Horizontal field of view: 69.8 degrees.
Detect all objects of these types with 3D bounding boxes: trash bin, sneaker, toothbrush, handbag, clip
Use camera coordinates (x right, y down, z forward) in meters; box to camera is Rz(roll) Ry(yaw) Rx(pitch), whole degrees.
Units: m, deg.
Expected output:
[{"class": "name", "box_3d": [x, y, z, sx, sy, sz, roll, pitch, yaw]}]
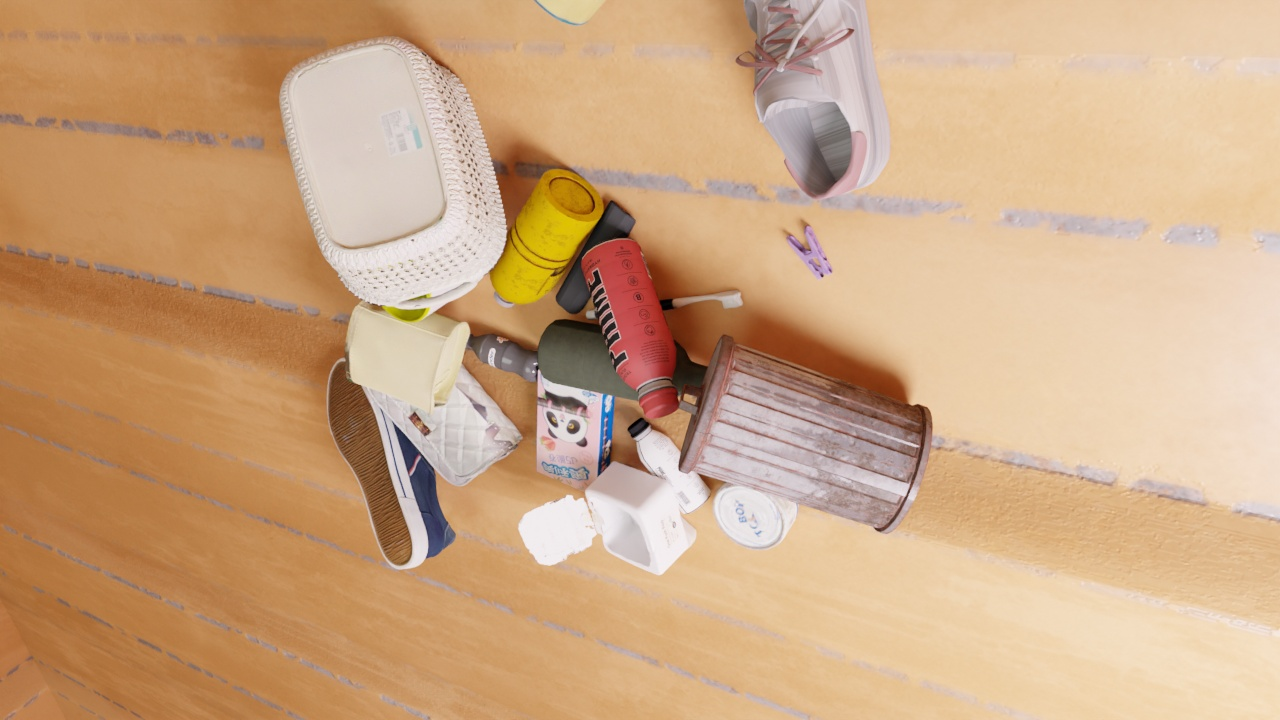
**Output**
[{"class": "trash bin", "box_3d": [0.137, 0.065, 0.829, 0.211, 0.130, 0.131, 18, 127, 1]}, {"class": "sneaker", "box_3d": [-0.323, 0.127, 1.228, 0.121, 0.127, 0.294, -33, 78, 35]}, {"class": "toothbrush", "box_3d": [0.021, -0.054, 0.941, 0.187, 0.012, 0.017, -5, 118, 34]}, {"class": "handbag", "box_3d": [-0.270, -0.009, 1.046, 0.119, 0.081, 0.111, 19, 110, 5]}, {"class": "sneaker", "box_3d": [0.125, -0.233, 0.715, 0.099, 0.089, 0.236, -11, 111, 36]}, {"class": "clip", "box_3d": [0.154, -0.096, 0.832, 0.033, 0.013, 0.051, -22, 107, 41]}, {"class": "handbag", "box_3d": [-0.247, 0.061, 1.139, 0.195, 0.072, 0.139, 49, 129, -2]}]

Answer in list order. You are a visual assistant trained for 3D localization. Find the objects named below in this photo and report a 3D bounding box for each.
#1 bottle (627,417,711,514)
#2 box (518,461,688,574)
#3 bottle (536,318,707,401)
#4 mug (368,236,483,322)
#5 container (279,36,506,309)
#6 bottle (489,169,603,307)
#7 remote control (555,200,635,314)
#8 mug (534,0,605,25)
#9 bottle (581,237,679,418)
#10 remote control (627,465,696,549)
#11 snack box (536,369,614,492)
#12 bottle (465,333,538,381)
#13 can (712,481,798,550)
[{"class": "bottle", "box_3d": [0.029, 0.114, 1.018, 0.041, 0.041, 0.116, -34, 97, 41]}, {"class": "box", "box_3d": [-0.040, 0.180, 1.042, 0.189, 0.101, 0.111, -1, 123, 25]}, {"class": "bottle", "box_3d": [-0.006, 0.006, 0.954, 0.207, 0.071, 0.071, 11, 122, 27]}, {"class": "mug", "box_3d": [-0.232, -0.100, 1.010, 0.083, 0.105, 0.083, 16, 125, 24]}, {"class": "container", "box_3d": [-0.239, -0.183, 0.880, 0.185, 0.143, 0.251, -17, 86, -1]}, {"class": "bottle", "box_3d": [-0.107, -0.114, 0.947, 0.071, 0.070, 0.164, 44, 131, 2]}, {"class": "remote control", "box_3d": [-0.048, -0.105, 0.951, 0.033, 0.015, 0.147, 40, 131, 5]}, {"class": "mug", "box_3d": [-0.048, -0.360, 0.762, 0.108, 0.083, 0.113, -36, 67, 40]}, {"class": "bottle", "box_3d": [-0.005, -0.030, 0.887, 0.062, 0.062, 0.176, -36, 64, 41]}, {"class": "remote control", "box_3d": [0.013, 0.174, 1.079, 0.125, 0.018, 0.038, 44, 131, 3]}, {"class": "snack box", "box_3d": [-0.077, 0.079, 1.069, 0.088, 0.033, 0.154, 20, 126, 22]}, {"class": "bottle", "box_3d": [-0.161, -0.008, 1.066, 0.110, 0.036, 0.036, 21, 126, 20]}, {"class": "can", "box_3d": [0.123, 0.157, 0.983, 0.086, 0.043, 0.086, 15, 122, 25]}]
